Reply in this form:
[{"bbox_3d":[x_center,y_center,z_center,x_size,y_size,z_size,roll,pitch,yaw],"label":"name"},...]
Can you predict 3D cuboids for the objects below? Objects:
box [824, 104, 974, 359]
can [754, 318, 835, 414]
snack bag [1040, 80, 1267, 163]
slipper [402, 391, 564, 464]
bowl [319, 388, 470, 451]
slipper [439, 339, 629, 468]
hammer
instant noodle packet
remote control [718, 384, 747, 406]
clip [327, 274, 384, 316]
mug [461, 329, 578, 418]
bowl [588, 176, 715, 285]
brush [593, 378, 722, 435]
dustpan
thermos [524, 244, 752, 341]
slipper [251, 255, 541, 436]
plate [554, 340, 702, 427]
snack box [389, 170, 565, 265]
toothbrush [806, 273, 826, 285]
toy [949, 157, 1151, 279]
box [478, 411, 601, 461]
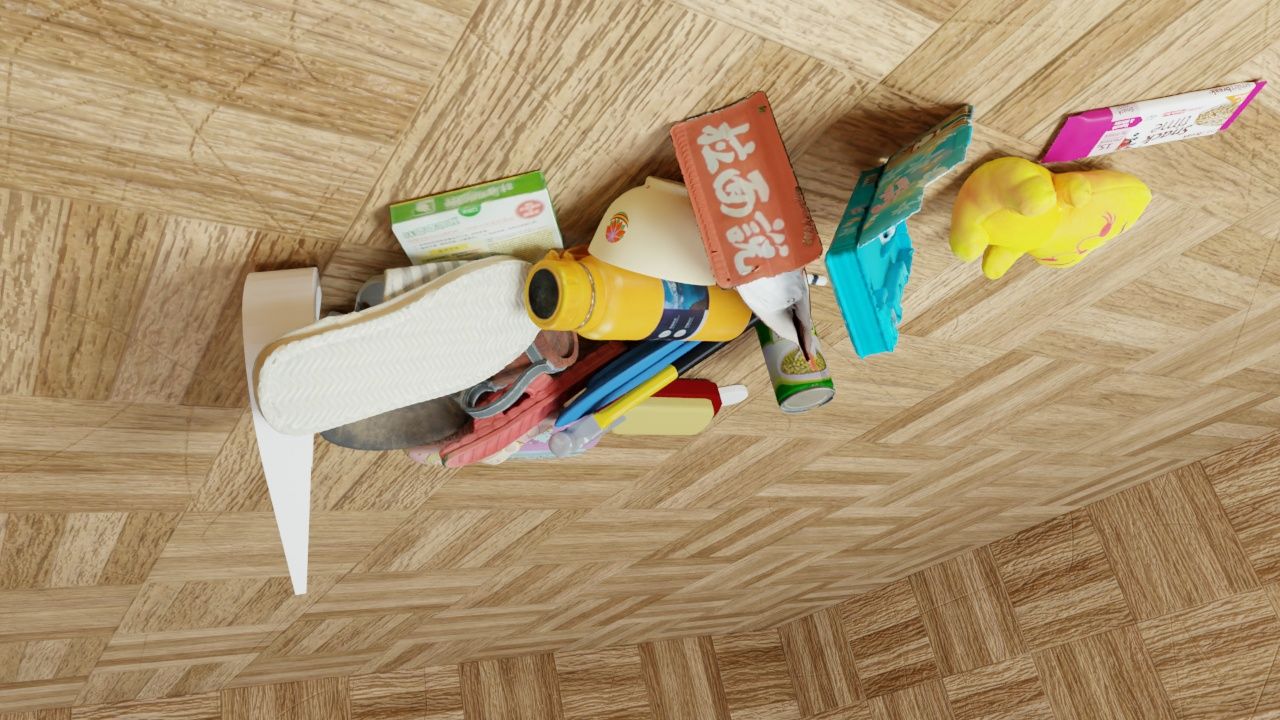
[{"bbox_3d":[0.207,-0.120,0.758,0.086,0.226,0.169,20,123,10],"label":"box"},{"bbox_3d":[0.176,-0.006,1.057,0.067,0.120,0.067,-10,155,-5],"label":"can"},{"bbox_3d":[0.488,-0.225,0.876,0.196,0.016,0.070,-11,156,-5],"label":"snack bag"},{"bbox_3d":[-0.185,0.091,1.101,0.197,0.093,0.082,-13,128,-9],"label":"slipper"},{"bbox_3d":[-0.266,0.034,0.985,0.162,0.070,0.162,-11,155,-5],"label":"bowl"},{"bbox_3d":[-0.124,0.036,1.023,0.248,0.059,0.104,-33,172,-23],"label":"slipper"},{"bbox_3d":[0.041,0.010,1.060,0.324,0.029,0.127,-35,174,14],"label":"hammer"},{"bbox_3d":[0.108,-0.094,0.791,0.084,0.164,0.221,-20,154,10],"label":"instant noodle packet"},{"bbox_3d":[0.082,0.056,1.268,0.136,0.013,0.043,-10,155,-6],"label":"remote control"},{"bbox_3d":[-0.231,-0.015,0.858,0.152,0.105,0.126,-18,144,17],"label":"clip"},{"bbox_3d":[-0.132,-0.001,0.932,0.111,0.117,0.081,-20,137,23],"label":"mug"},{"bbox_3d":[0.020,-0.118,0.793,0.117,0.118,0.074,4,108,-33],"label":"bowl"},{"bbox_3d":[0.025,0.065,1.203,0.173,0.041,0.082,3,142,-24],"label":"brush"},{"bbox_3d":[-0.299,0.044,0.819,0.053,0.191,0.258,-7,124,-13],"label":"dustpan"},{"bbox_3d":[-0.003,-0.059,0.857,0.232,0.091,0.076,-1,114,-43],"label":"thermos"},{"bbox_3d":[-0.191,-0.018,0.756,0.054,0.114,0.271,17,-147,40],"label":"slipper"},{"bbox_3d":[-0.006,0.006,1.033,0.224,0.024,0.224,-32,175,-4],"label":"plate"},{"bbox_3d":[-0.135,-0.098,0.826,0.132,0.027,0.168,-13,155,-1],"label":"snack box"},{"bbox_3d":[0.126,-0.093,0.982,0.186,0.012,0.017,3,164,-31],"label":"toothbrush"},{"bbox_3d":[0.397,-0.146,0.916,0.193,0.087,0.135,-1,149,-28],"label":"toy"},{"bbox_3d":[-0.162,0.108,1.237,0.213,0.040,0.152,0,155,-26],"label":"box"}]
